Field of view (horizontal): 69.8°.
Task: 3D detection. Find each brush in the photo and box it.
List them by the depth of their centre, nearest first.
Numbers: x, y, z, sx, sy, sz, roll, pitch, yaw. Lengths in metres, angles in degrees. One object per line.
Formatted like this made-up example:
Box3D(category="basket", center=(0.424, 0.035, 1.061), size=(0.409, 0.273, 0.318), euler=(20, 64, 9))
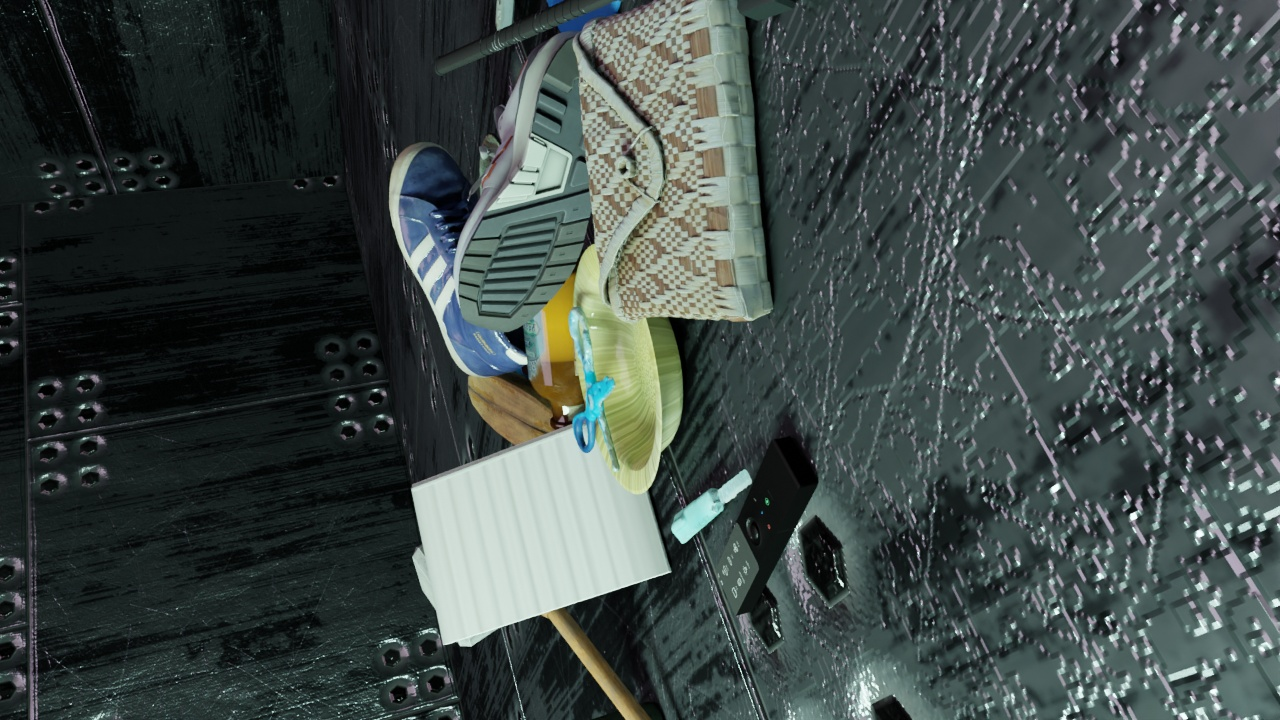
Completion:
Box3D(category="brush", center=(-0.108, 0.053, 0.905), size=(0.195, 0.043, 0.059), euler=(25, 111, 43))

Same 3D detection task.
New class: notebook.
Box3D(category="notebook", center=(-0.091, 0.140, 0.776), size=(0.009, 0.210, 0.142), euler=(33, -142, -67))

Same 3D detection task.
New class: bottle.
Box3D(category="bottle", center=(-0.065, -0.005, 0.794), size=(0.068, 0.067, 0.157), euler=(-149, 52, -64))
Box3D(category="bottle", center=(-0.063, 0.349, 0.800), size=(0.055, 0.174, 0.055), euler=(170, 90, -70))

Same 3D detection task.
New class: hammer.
Box3D(category="hammer", center=(-0.038, -0.211, 0.531), size=(0.326, 0.015, 0.095), euler=(3, 91, 50))
Box3D(category="hammer", center=(-0.049, 0.255, 0.811), size=(0.317, 0.162, 0.083), euler=(45, 151, 30))

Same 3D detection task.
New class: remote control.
Box3D(category="remote control", center=(0.072, 0.104, 0.554), size=(0.150, 0.013, 0.034), euler=(103, 150, -47))

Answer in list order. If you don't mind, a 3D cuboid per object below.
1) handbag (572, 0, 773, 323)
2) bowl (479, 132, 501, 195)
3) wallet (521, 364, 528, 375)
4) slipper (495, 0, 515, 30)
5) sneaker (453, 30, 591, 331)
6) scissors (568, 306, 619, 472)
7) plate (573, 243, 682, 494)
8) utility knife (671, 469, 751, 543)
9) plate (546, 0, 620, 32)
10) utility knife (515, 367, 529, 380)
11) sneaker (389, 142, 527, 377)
Box3D(category="handbag", center=(0.013, -0.112, 0.525), size=(0.124, 0.046, 0.186), euler=(4, 103, 49))
Box3D(category="bowl", center=(-0.126, -0.152, 0.934), size=(0.158, 0.038, 0.157), euler=(170, 90, -70))
Box3D(category="wallet", center=(-0.083, -0.034, 0.875), size=(0.116, 0.018, 0.091), euler=(-7, 92, 53))
Box3D(category="slipper", center=(-0.121, -0.386, 0.756), size=(0.269, 0.054, 0.098), euler=(110, 165, -65))
Box3D(category="sneaker", center=(-0.085, -0.148, 0.719), size=(0.240, 0.088, 0.124), euler=(-62, 29, 23))
Box3D(category="scissors", center=(-0.039, 0.029, 0.717), size=(0.140, 0.011, 0.134), euler=(116, 138, -59))
Box3D(category="plate", center=(-0.004, 0.004, 0.679), size=(0.185, 0.036, 0.184), euler=(170, 90, -70))
Box3D(category="utility knife", center=(0.045, 0.097, 0.611), size=(0.166, 0.015, 0.022), euler=(118, 139, -66))
Box3D(category="plate", center=(-0.057, -0.345, 0.674), size=(0.225, 0.024, 0.224), euler=(170, 90, -70))
Box3D(category="utility knife", center=(-0.140, -0.033, 0.976), size=(0.031, 0.015, 0.221), euler=(-47, 60, 57))
Box3D(category="sneaker", center=(-0.149, -0.094, 0.841), size=(0.119, 0.091, 0.233), euler=(0, 107, 53))
